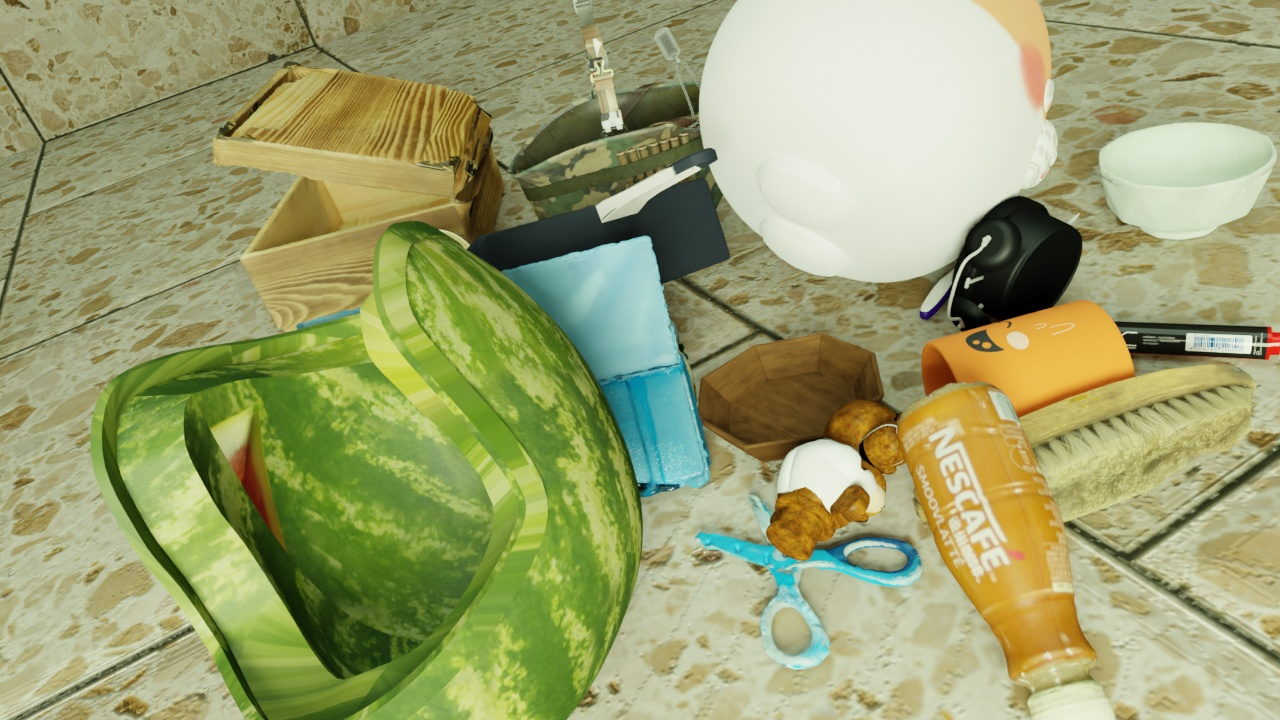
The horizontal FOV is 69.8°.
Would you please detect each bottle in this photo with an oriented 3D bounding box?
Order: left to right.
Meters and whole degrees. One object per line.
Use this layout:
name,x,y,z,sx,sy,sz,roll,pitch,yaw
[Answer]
bottle,0.175,0.093,0.436,0.059,0.059,0.167,-14,59,3

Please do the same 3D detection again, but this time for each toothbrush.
toothbrush,0.272,-0.086,0.744,0.015,0.016,0.186,16,44,40

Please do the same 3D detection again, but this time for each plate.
plate,0.103,0.027,0.632,0.131,0.025,0.131,-14,30,8

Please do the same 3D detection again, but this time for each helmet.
helmet,-0.109,0.076,0.462,0.213,0.247,0.243,-25,-4,13
helmet,-0.015,-0.211,0.846,0.224,0.236,0.192,-31,26,10

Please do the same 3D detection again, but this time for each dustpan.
dustpan,-0.039,-0.082,0.684,0.274,0.080,0.235,-9,11,46

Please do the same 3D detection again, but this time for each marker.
marker,0.332,-0.014,0.602,0.145,0.021,0.023,4,60,29

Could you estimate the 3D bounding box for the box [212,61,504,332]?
box,-0.282,-0.211,1.001,0.259,0.221,0.278,-12,31,4

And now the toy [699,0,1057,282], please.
toy,0.189,-0.202,0.711,0.266,0.263,0.280,30,74,21

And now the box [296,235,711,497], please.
box,-0.082,0.026,0.586,0.231,0.175,0.033,-12,23,5

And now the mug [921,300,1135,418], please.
mug,0.230,0.013,0.570,0.096,0.077,0.112,-15,1,2

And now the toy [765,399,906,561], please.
toy,0.116,0.067,0.524,0.112,0.067,0.087,-50,11,-30

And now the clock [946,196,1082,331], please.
clock,0.258,-0.063,0.646,0.120,0.091,0.042,-18,40,-29

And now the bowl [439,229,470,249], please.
bowl,-0.170,-0.052,0.825,0.118,0.118,0.074,0,-6,24

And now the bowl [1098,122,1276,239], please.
bowl,0.417,-0.133,0.707,0.117,0.061,0.117,-12,32,8

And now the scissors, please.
scissors,0.097,0.113,0.525,0.127,0.012,0.137,-19,30,-4

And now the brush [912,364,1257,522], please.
brush,0.246,0.052,0.504,0.195,0.059,0.043,-21,43,1

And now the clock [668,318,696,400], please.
clock,-0.004,0.004,0.662,0.052,0.090,0.129,-26,27,-26
